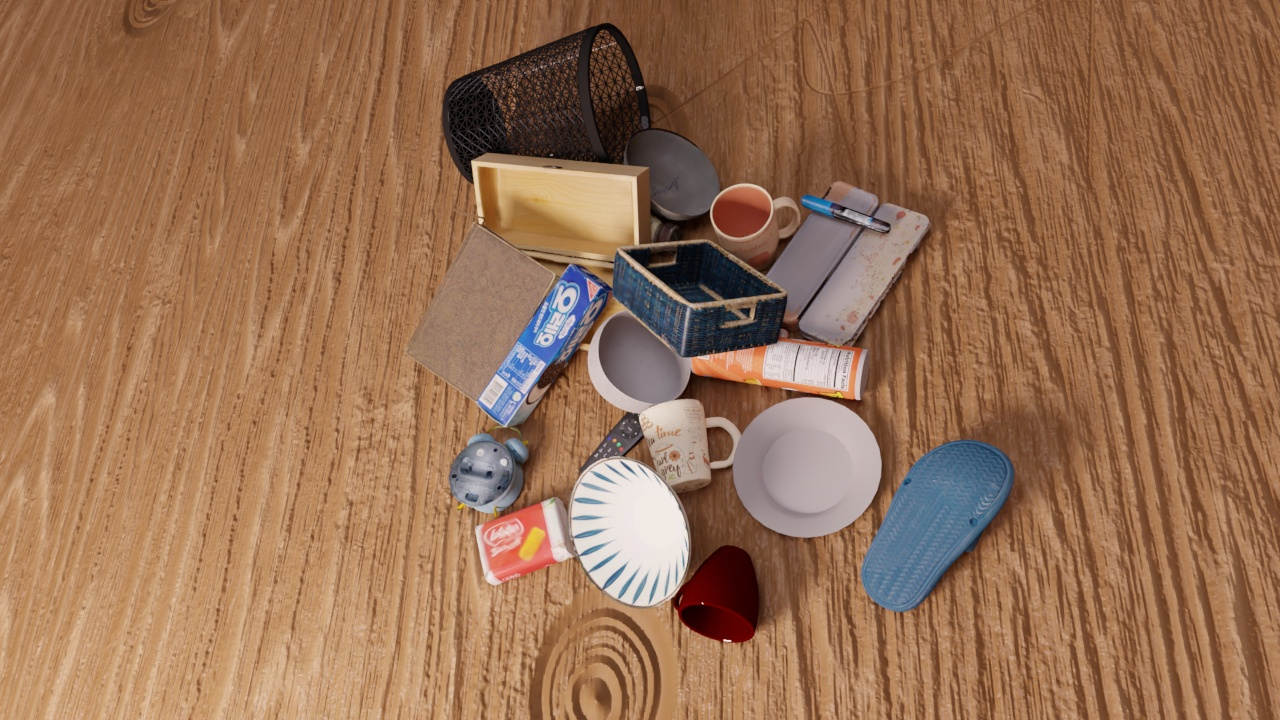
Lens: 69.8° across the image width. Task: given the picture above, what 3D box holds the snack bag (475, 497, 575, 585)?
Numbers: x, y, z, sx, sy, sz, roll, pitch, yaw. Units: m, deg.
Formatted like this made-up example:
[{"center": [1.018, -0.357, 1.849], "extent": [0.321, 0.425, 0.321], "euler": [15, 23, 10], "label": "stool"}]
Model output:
[{"center": [-0.144, 0.225, 1.141], "extent": [0.116, 0.036, 0.077], "euler": [-21, 61, 7], "label": "snack bag"}]

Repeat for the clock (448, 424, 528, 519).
[{"center": [-0.193, 0.140, 1.189], "extent": [0.089, 0.052, 0.124], "euler": [8, 67, 22], "label": "clock"}]

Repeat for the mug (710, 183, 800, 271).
[{"center": [0.155, -0.173, 1.200], "extent": [0.111, 0.104, 0.085], "euler": [-22, 61, 5], "label": "mug"}]

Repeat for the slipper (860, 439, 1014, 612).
[{"center": [0.321, 0.179, 1.007], "extent": [0.104, 0.059, 0.214], "euler": [39, 95, 37], "label": "slipper"}]

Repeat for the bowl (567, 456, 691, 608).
[{"center": [0.004, 0.193, 1.073], "extent": [0.178, 0.070, 0.177], "euler": [7, 101, 37], "label": "bowl"}]

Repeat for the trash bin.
[{"center": [-0.138, -0.349, 1.328], "extent": [0.244, 0.217, 0.216], "euler": [-4, 64, 23], "label": "trash bin"}]

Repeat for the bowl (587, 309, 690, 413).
[{"center": [-0.007, 0.007, 1.169], "extent": [0.131, 0.065, 0.131], "euler": [11, 63, -22], "label": "bowl"}]

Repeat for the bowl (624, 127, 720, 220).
[{"center": [0.034, -0.250, 1.286], "extent": [0.150, 0.057, 0.150], "euler": [13, 57, -22], "label": "bowl"}]

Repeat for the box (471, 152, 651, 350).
[{"center": [-0.116, -0.148, 1.259], "extent": [0.248, 0.096, 0.261], "euler": [11, 98, 22], "label": "box"}]

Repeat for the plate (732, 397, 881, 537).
[{"center": [0.197, 0.128, 1.091], "extent": [0.173, 0.019, 0.172], "euler": [-7, 63, 14], "label": "plate"}]

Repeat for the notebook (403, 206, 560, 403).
[{"center": [-0.231, -0.074, 1.247], "extent": [0.190, 0.034, 0.216], "euler": [35, 102, 14], "label": "notebook"}]

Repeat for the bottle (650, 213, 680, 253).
[{"center": [-0.023, -0.186, 1.290], "extent": [0.162, 0.056, 0.056], "euler": [17, 71, 24], "label": "bottle"}]

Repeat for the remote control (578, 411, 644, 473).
[{"center": [-0.027, 0.105, 1.177], "extent": [0.124, 0.010, 0.039], "euler": [-46, 61, -8], "label": "remote control"}]

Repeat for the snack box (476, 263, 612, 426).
[{"center": [-0.124, -0.017, 1.195], "extent": [0.059, 0.059, 0.226], "euler": [37, 100, 15], "label": "snack box"}]

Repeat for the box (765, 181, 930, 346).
[{"center": [0.258, -0.122, 1.185], "extent": [0.148, 0.043, 0.216], "euler": [32, 77, 23], "label": "box"}]

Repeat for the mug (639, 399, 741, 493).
[{"center": [0.067, 0.105, 1.123], "extent": [0.122, 0.081, 0.097], "euler": [-6, 68, -15], "label": "mug"}]

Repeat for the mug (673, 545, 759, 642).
[{"center": [0.085, 0.258, 1.038], "extent": [0.114, 0.087, 0.088], "euler": [-18, 38, 39], "label": "mug"}]

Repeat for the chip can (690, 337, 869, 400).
[{"center": [0.171, 0.002, 1.134], "extent": [0.211, 0.062, 0.062], "euler": [9, 68, 21], "label": "chip can"}]

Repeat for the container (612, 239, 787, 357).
[{"center": [0.068, -0.080, 1.129], "extent": [0.145, 0.071, 0.187], "euler": [-9, 31, -28], "label": "container"}]

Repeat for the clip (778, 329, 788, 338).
[{"center": [0.162, -0.030, 1.180], "extent": [0.058, 0.035, 0.022], "euler": [10, 64, 16], "label": "clip"}]

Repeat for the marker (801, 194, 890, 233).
[{"center": [0.265, -0.188, 1.187], "extent": [0.123, 0.015, 0.018], "euler": [24, 77, 23], "label": "marker"}]
